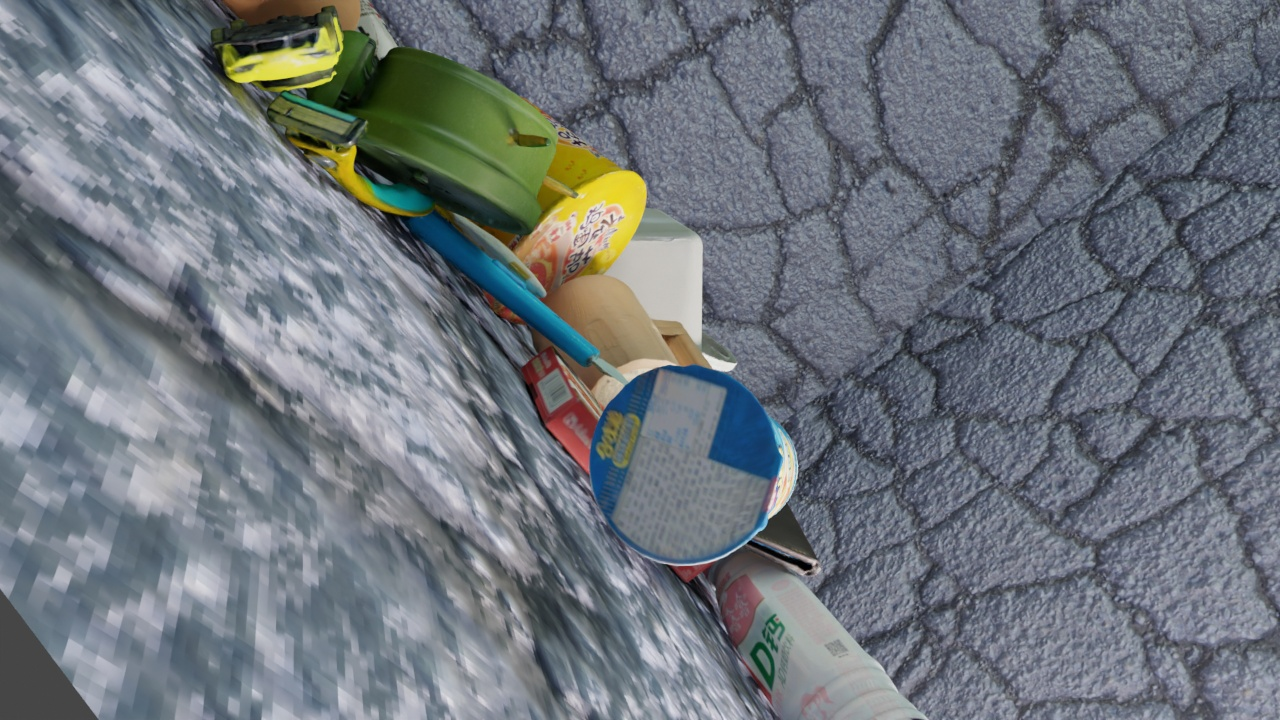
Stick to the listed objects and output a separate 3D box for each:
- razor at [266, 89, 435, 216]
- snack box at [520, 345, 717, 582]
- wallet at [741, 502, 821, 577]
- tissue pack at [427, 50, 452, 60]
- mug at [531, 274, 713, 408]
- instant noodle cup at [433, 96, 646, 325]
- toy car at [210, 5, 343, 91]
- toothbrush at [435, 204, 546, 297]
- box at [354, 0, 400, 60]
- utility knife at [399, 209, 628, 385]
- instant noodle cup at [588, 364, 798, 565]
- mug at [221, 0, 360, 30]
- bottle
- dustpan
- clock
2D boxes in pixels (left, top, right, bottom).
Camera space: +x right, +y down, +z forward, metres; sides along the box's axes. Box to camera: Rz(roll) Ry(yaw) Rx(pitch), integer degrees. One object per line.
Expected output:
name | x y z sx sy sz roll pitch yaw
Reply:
razor | -0.128 -0.089 0.444 0.043 0.028 0.132 18 -3 10
snack box | -0.012 0.063 0.554 0.153 0.025 0.075 52 2 -29
wallet | 0.063 0.089 0.615 0.096 0.020 0.122 24 18 -20
tissue pack | -0.173 -0.214 0.850 0.090 0.063 0.140 -127 -163 -64
mug | -0.004 0.004 0.642 0.124 0.084 0.103 5 32 -28
instant noodle cup | -0.081 -0.111 0.648 0.110 0.138 0.138 45 -1 15
toy car | -0.154 -0.134 0.399 0.105 0.048 0.032 -126 -155 -64
toothbrush | -0.120 -0.099 0.590 0.191 0.018 0.016 42 -16 24
box | -0.210 -0.219 0.581 0.163 0.076 0.088 50 -21 2
utility knife | -0.063 -0.030 0.540 0.191 0.018 0.034 40 4 -11
instant noodle cup | 0.039 0.057 0.493 0.099 0.099 0.110 54 13 19
mug | -0.195 -0.212 0.464 0.078 0.078 0.123 54 -4 19
bottle | 0.096 0.176 0.557 0.068 0.068 0.197 52 -1 -38
dustpan | -0.037 -0.062 0.841 0.222 0.257 0.143 -123 -148 -70
clock | -0.116 -0.124 0.499 0.161 0.056 0.116 23 -5 7
